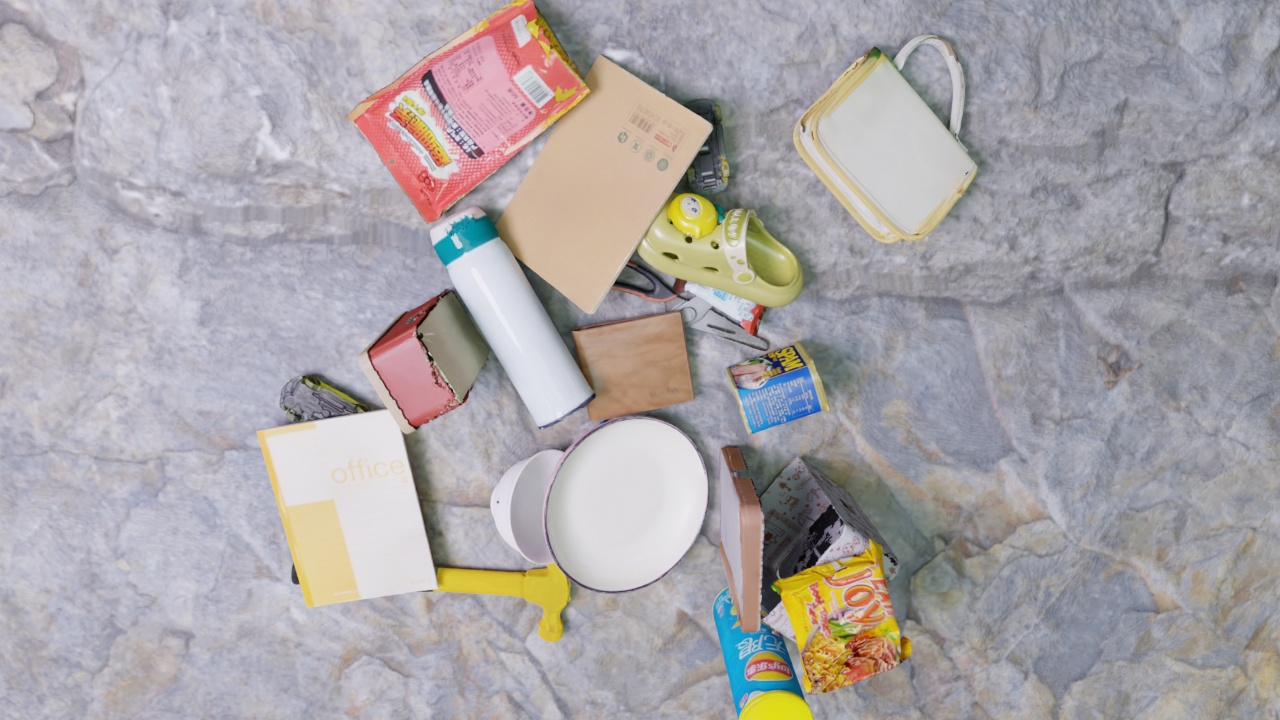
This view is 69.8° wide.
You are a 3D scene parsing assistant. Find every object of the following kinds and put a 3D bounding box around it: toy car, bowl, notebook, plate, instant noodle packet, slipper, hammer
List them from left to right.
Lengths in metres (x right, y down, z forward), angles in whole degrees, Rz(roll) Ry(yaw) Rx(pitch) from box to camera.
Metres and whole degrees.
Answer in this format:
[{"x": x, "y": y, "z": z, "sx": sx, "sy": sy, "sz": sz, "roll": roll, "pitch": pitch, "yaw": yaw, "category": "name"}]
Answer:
[{"x": -0.319, "y": 0.052, "z": 0.948, "sx": 0.105, "sy": 0.032, "sz": 0.048, "roll": 30, "pitch": 103, "yaw": -12, "category": "toy car"}, {"x": -0.302, "y": 0.156, "z": 0.956, "sx": 0.146, "sy": 0.010, "sz": 0.206, "roll": -9, "pitch": 106, "yaw": 0, "category": "notebook"}, {"x": -0.226, "y": 0.239, "z": 1.006, "sx": 0.300, "sy": 0.032, "sz": 0.129, "roll": 4, "pitch": 105, "yaw": -4, "category": "hammer"}, {"x": -0.118, "y": 0.150, "z": 0.963, "sx": 0.065, "sy": 0.118, "sz": 0.118, "roll": 1, "pitch": 110, "yaw": 37, "category": "bowl"}, {"x": -0.043, "y": -0.168, "z": 0.873, "sx": 0.148, "sy": 0.008, "sz": 0.208, "roll": 38, "pitch": 103, "yaw": 23, "category": "notebook"}, {"x": -0.019, "y": 0.148, "z": 0.965, "sx": 0.192, "sy": 0.039, "sz": 0.192, "roll": -6, "pitch": 103, "yaw": -26, "category": "plate"}, {"x": 0.060, "y": -0.208, "z": 0.893, "sx": 0.043, "sy": 0.036, "sz": 0.091, "roll": -9, "pitch": 107, "yaw": 1, "category": "toy car"}, {"x": 0.085, "y": -0.119, "z": 0.886, "sx": 0.190, "sy": 0.091, "sz": 0.082, "roll": 22, "pitch": 144, "yaw": -16, "category": "slipper"}, {"x": 0.187, "y": 0.236, "z": 0.840, "sx": 0.110, "sy": 0.044, "sz": 0.128, "roll": -20, "pitch": 108, "yaw": -4, "category": "instant noodle packet"}]

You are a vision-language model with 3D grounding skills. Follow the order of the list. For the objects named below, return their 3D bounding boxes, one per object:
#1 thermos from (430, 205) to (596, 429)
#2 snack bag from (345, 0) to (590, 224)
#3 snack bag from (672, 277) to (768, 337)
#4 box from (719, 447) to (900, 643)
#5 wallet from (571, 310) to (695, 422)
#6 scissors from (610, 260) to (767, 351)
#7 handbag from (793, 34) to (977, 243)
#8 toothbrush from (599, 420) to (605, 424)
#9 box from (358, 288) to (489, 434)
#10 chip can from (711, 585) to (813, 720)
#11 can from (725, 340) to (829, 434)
[{"x": -0.128, "y": -0.044, "z": 0.901, "sx": 0.073, "sy": 0.073, "sz": 0.224, "roll": -29, "pitch": 98, "yaw": 5, "category": "thermos"}, {"x": -0.160, "y": -0.238, "z": 0.864, "sx": 0.208, "sy": 0.073, "sz": 0.128, "roll": -34, "pitch": 100, "yaw": 12, "category": "snack bag"}, {"x": 0.083, "y": -0.067, "z": 0.926, "sx": 0.104, "sy": 0.026, "sz": 0.048, "roll": 26, "pitch": 78, "yaw": -9, "category": "snack bag"}, {"x": 0.130, "y": 0.177, "z": 0.933, "sx": 0.166, "sy": 0.181, "sz": 0.150, "roll": 37, "pitch": 100, "yaw": -15, "category": "box"}, {"x": -0.006, "y": 0.005, "z": 0.944, "sx": 0.115, "sy": 0.020, "sz": 0.101, "roll": -12, "pitch": 107, "yaw": -3, "category": "wallet"}, {"x": 0.027, "y": -0.049, "z": 0.948, "sx": 0.225, "sy": 0.015, "sz": 0.189, "roll": -34, "pitch": 104, "yaw": 6, "category": "scissors"}, {"x": 0.255, "y": -0.224, "z": 0.895, "sx": 0.163, "sy": 0.063, "sz": 0.178, "roll": 44, "pitch": 84, "yaw": -13, "category": "handbag"}, {"x": -0.034, "y": 0.133, "z": 0.997, "sx": 0.016, "sy": 0.014, "sz": 0.190, "roll": -4, "pitch": 105, "yaw": -3, "category": "toothbrush"}, {"x": -0.192, "y": -0.006, "z": 0.869, "sx": 0.078, "sy": 0.168, "sz": 0.091, "roll": -27, "pitch": 105, "yaw": 8, "category": "box"}, {"x": 0.121, "y": 0.312, "z": 0.952, "sx": 0.071, "sy": 0.210, "sz": 0.071, "roll": -1, "pitch": 106, "yaw": -3, "category": "chip can"}, {"x": 0.136, "y": 0.028, "z": 0.930, "sx": 0.083, "sy": 0.102, "sz": 0.057, "roll": -19, "pitch": 106, "yaw": 4, "category": "can"}]
